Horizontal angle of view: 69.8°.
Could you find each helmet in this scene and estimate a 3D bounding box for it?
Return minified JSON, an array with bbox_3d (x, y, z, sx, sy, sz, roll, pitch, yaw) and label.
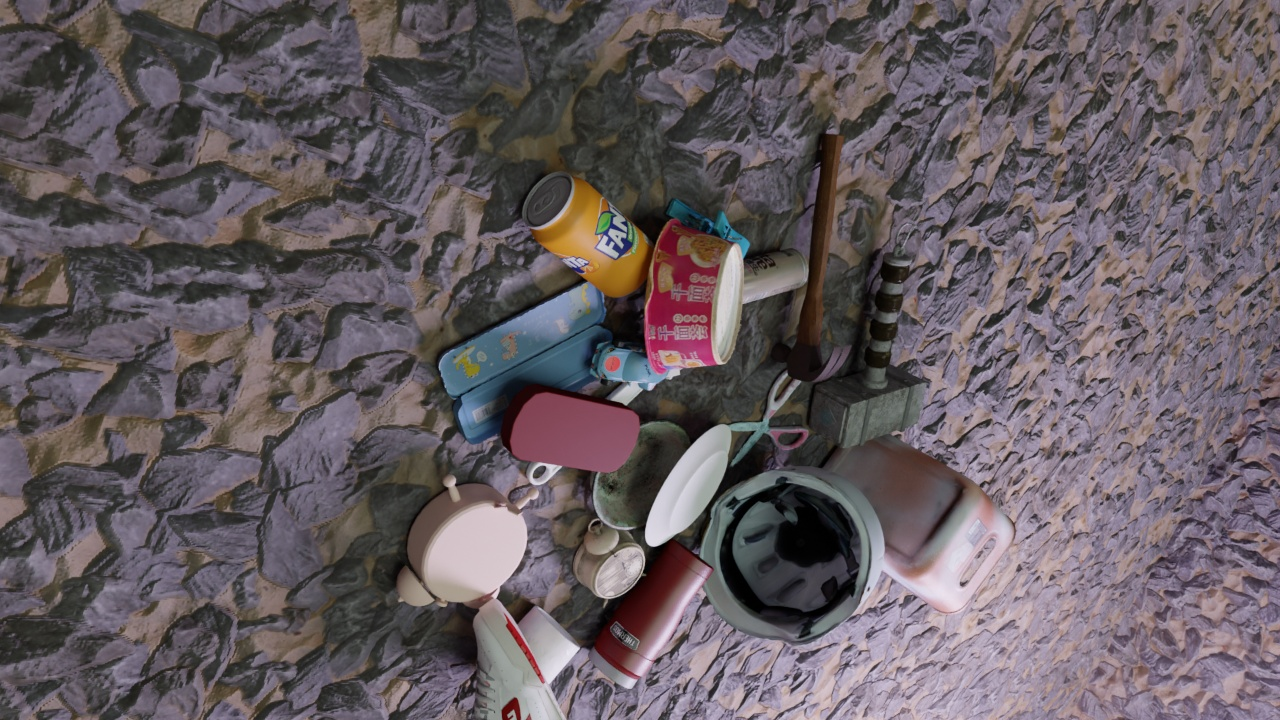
[{"bbox_3d":[0.222,0.268,1.308,0.265,0.236,0.163,-42,161,26],"label":"helmet"}]

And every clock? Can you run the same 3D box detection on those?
[{"bbox_3d":[-0.041,0.256,1.200,0.092,0.054,0.141,-34,132,-20],"label":"clock"},{"bbox_3d":[-0.193,0.215,1.045,0.131,0.086,0.161,17,108,-42],"label":"clock"}]

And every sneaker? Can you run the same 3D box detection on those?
[{"bbox_3d":[-0.159,0.399,1.075,0.104,0.090,0.237,-26,112,-13],"label":"sneaker"}]

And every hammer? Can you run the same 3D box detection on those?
[{"bbox_3d":[0.233,-0.129,1.195,0.033,0.115,0.323,-7,109,-35],"label":"hammer"},{"bbox_3d":[0.350,-0.038,1.334,0.176,0.079,0.327,-13,120,-33],"label":"hammer"}]

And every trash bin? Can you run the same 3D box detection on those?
[{"bbox_3d":[0.398,0.231,1.396,0.181,0.260,0.157,-52,129,-3],"label":"trash bin"}]

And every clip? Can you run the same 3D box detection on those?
[{"bbox_3d":[0.082,-0.154,1.091,0.120,0.104,0.027,28,88,-50],"label":"clip"}]

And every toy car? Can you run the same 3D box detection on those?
[{"bbox_3d":[-0.007,0.006,1.085,0.107,0.027,0.060,6,106,-40],"label":"toy car"}]

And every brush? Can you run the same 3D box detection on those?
[{"bbox_3d":[-0.082,0.076,1.049,0.173,0.042,0.082,15,102,-39],"label":"brush"}]

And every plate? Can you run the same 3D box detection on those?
[{"bbox_3d":[0.072,0.171,1.220,0.188,0.016,0.189,-43,151,-31],"label":"plate"}]

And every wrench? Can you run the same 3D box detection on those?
[{"bbox_3d":[-0.034,0.054,1.125,0.273,0.018,0.066,-42,131,-11],"label":"wrench"}]

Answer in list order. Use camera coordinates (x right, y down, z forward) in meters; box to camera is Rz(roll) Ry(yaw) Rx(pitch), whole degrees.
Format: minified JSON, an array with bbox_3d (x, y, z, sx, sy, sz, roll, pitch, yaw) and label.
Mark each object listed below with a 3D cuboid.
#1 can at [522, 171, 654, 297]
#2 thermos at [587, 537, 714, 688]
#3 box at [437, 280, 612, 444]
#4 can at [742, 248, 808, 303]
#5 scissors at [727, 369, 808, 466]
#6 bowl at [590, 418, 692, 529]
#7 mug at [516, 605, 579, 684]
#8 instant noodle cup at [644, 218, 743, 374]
[{"bbox_3d":[-0.052,-0.131,0.968,0.142,0.079,0.079,36,88,-43],"label":"can"},{"bbox_3d":[0.019,0.353,1.283,0.198,0.084,0.108,-54,150,-5],"label":"thermos"},{"bbox_3d":[-0.122,-0.001,1.027,0.208,0.021,0.125,-29,126,-24],"label":"box"},{"bbox_3d":[0.144,-0.103,1.155,0.135,0.054,0.054,-17,122,-30],"label":"can"},{"bbox_3d":[0.190,0.080,1.317,0.170,0.014,0.173,5,111,-36],"label":"scissors"},{"bbox_3d":[-0.005,0.139,1.176,0.157,0.038,0.158,-18,123,-30],"label":"bowl"},{"bbox_3d":[-0.142,0.378,1.167,0.106,0.082,0.082,-47,133,-10],"label":"mug"},{"bbox_3d":[0.067,-0.068,1.034,0.178,0.078,0.178,8,89,-74],"label":"instant noodle cup"}]
